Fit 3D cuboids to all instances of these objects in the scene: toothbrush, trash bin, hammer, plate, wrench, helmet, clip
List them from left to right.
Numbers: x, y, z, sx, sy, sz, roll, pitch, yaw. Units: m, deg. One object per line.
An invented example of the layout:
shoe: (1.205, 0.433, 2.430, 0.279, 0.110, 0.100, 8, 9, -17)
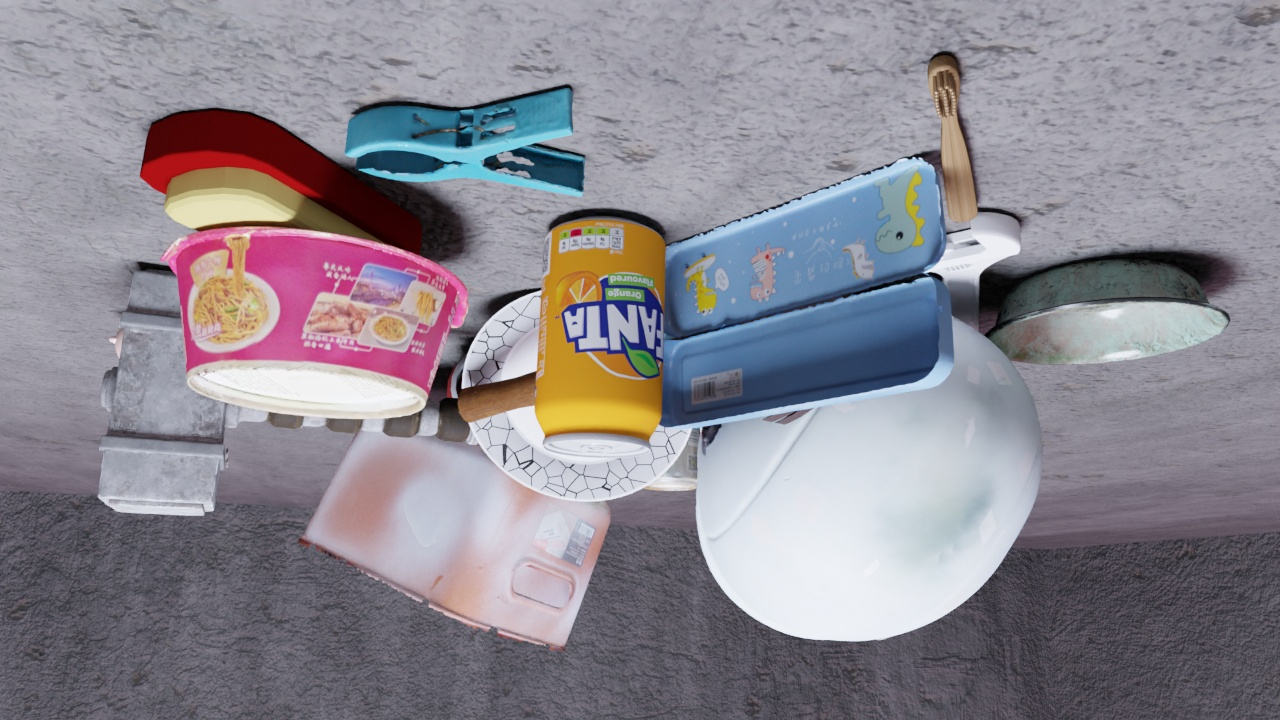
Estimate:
hammer: (-0.247, 0.038, 0.739, 0.326, 0.176, 0.080, 7, 164, -22)
trash bin: (-0.180, 0.162, 0.915, 0.260, 0.157, 0.181, 10, 162, 37)
clip: (-0.088, -0.107, 0.476, 0.120, 0.027, 0.104, 2, 162, -1)
plate: (-0.050, 0.029, 0.745, 0.189, 0.189, 0.016, 0, -157, 6)
hammer: (-0.004, 0.004, 0.648, 0.324, 0.115, 0.033, -14, 165, 32)
helmet: (0.164, 0.083, 0.647, 0.236, 0.264, 0.164, 38, 175, 0)
toothbrush: (0.160, -0.105, 0.468, 0.016, 0.016, 0.166, -6, 164, 21)
wrench: (0.233, -0.048, 0.669, 0.066, 0.018, 0.273, -4, 165, 18)

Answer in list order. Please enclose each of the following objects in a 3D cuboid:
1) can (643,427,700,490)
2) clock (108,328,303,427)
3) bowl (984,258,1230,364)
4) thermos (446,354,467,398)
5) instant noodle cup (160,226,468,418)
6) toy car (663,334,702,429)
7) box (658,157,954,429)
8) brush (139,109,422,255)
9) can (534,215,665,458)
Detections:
can: (0.026, 0.043, 0.798, 0.054, 0.135, 0.054, 1, 167, 0)
clock: (-0.375, 0.008, 0.834, 0.160, 0.086, 0.131, 8, 165, 3)
bowl: (0.328, -0.035, 0.659, 0.157, 0.038, 0.157, 2, 165, 0)
thermos: (-0.143, 0.054, 0.924, 0.083, 0.108, 0.199, -33, 175, -15)
instant noodle cup: (-0.199, -0.013, 0.564, 0.178, 0.077, 0.179, 2, 165, 0)
toy car: (0.030, -0.005, 0.668, 0.027, 0.107, 0.060, -3, 164, -32)
box: (0.085, -0.031, 0.539, 0.021, 0.125, 0.209, 16, 159, -41)
brush: (-0.203, -0.083, 0.537, 0.082, 0.041, 0.173, -4, 164, 22)
can: (-0.025, -0.014, 0.580, 0.079, 0.142, 0.079, 2, 165, 0)
